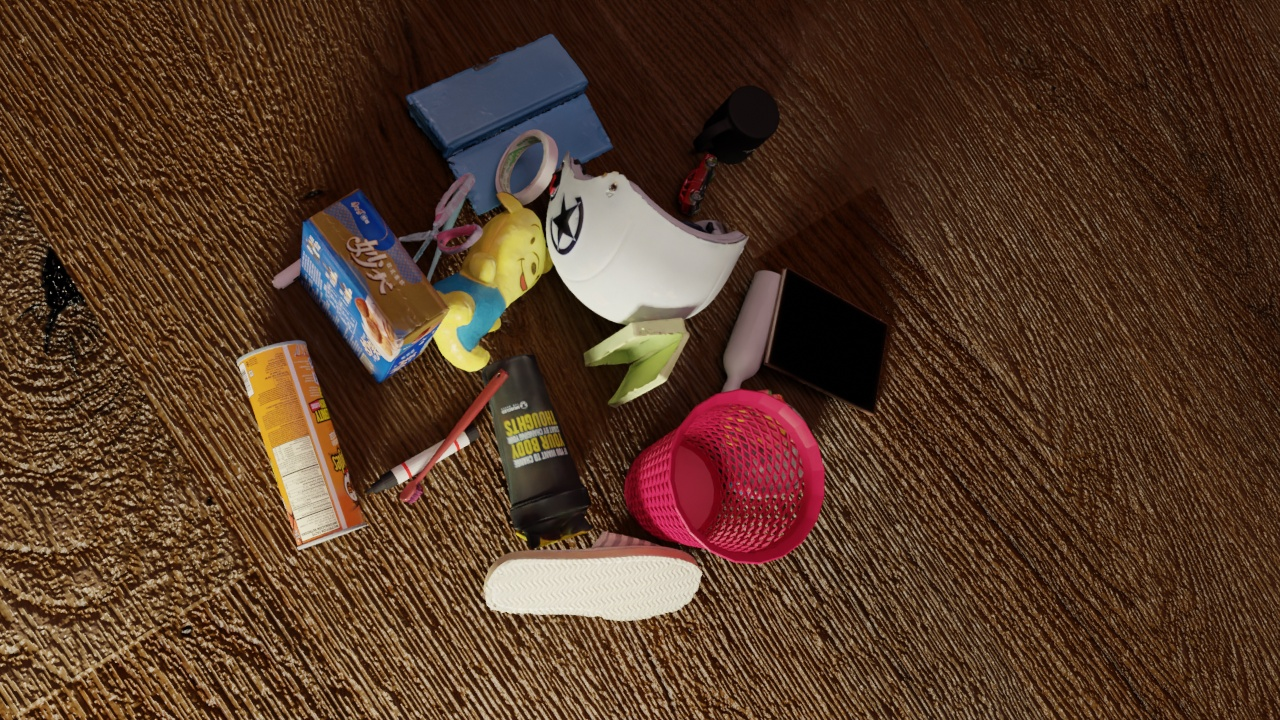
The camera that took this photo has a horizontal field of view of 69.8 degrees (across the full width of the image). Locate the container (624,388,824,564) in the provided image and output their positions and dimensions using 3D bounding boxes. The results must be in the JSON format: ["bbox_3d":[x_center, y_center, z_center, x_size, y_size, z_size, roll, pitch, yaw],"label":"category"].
[{"bbox_3d":[0.076,0.145,1.075,0.183,0.226,0.183,4,77,-19],"label":"container"}]

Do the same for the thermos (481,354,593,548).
[{"bbox_3d":[-0.127,0.108,1.085,0.098,0.098,0.220,-15,80,-23],"label":"thermos"}]

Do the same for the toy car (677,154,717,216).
[{"bbox_3d":[0.080,-0.243,1.262,0.036,0.042,0.091,27,74,7],"label":"toy car"}]

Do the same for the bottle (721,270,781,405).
[{"bbox_3d":[0.146,-0.025,1.232,0.052,0.053,0.194,28,70,-13],"label":"bottle"}]

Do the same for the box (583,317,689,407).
[{"bbox_3d":[-0.003,-0.006,1.102,0.077,0.188,0.090,-29,88,-23],"label":"box"}]

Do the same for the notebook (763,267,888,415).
[{"bbox_3d":[0.261,-0.024,1.269,0.209,0.008,0.141,24,70,-30],"label":"notebook"}]

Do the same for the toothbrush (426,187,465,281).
[{"bbox_3d":[-0.244,-0.151,1.137,0.016,0.017,0.180,20,71,-13],"label":"toothbrush"}]

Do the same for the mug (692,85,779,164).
[{"bbox_3d":[0.125,-0.320,1.270,0.113,0.088,0.078,-27,88,-23],"label":"mug"}]

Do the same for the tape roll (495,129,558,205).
[{"bbox_3d":[-0.140,-0.236,1.124,0.018,0.094,0.093,25,68,-46],"label":"tape roll"}]

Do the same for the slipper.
[{"bbox_3d":[-0.053,0.252,1.068,0.272,0.115,0.054,9,32,-30],"label":"slipper"}]

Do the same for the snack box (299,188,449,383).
[{"bbox_3d":[-0.295,-0.072,0.998,0.069,0.203,0.155,-37,92,-24],"label":"snack box"}]

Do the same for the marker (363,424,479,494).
[{"bbox_3d":[-0.255,0.118,1.071,0.145,0.019,0.019,-30,90,-23],"label":"marker"}]

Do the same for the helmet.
[{"bbox_3d":[-0.014,-0.132,1.113,0.236,0.264,0.164,20,101,-32],"label":"helmet"}]

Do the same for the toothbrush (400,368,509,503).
[{"bbox_3d":[-0.213,0.088,1.057,0.190,0.016,0.016,-52,138,0],"label":"toothbrush"}]

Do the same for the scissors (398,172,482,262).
[{"bbox_3d":[-0.228,-0.158,1.071,0.013,0.171,0.172,45,60,-35],"label":"scissors"}]

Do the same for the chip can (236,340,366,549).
[{"bbox_3d":[-0.370,0.091,1.003,0.075,0.075,0.215,-18,85,-23],"label":"chip can"}]

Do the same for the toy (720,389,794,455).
[{"bbox_3d":[0.154,0.079,1.169,0.103,0.046,0.084,-2,92,-16],"label":"toy"}]

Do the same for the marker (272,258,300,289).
[{"bbox_3d":[-0.376,-0.127,1.079,0.017,0.020,0.133,41,66,15],"label":"marker"}]

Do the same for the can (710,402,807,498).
[{"bbox_3d":[0.161,0.116,1.211,0.129,0.044,0.130,4,77,-19],"label":"can"}]

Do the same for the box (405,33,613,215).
[{"bbox_3d":[-0.159,-0.311,1.184,0.231,0.048,0.177,-35,92,-27],"label":"box"}]

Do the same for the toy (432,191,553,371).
[{"bbox_3d":[-0.178,-0.097,1.079,0.084,0.149,0.213,22,57,9],"label":"toy"}]
